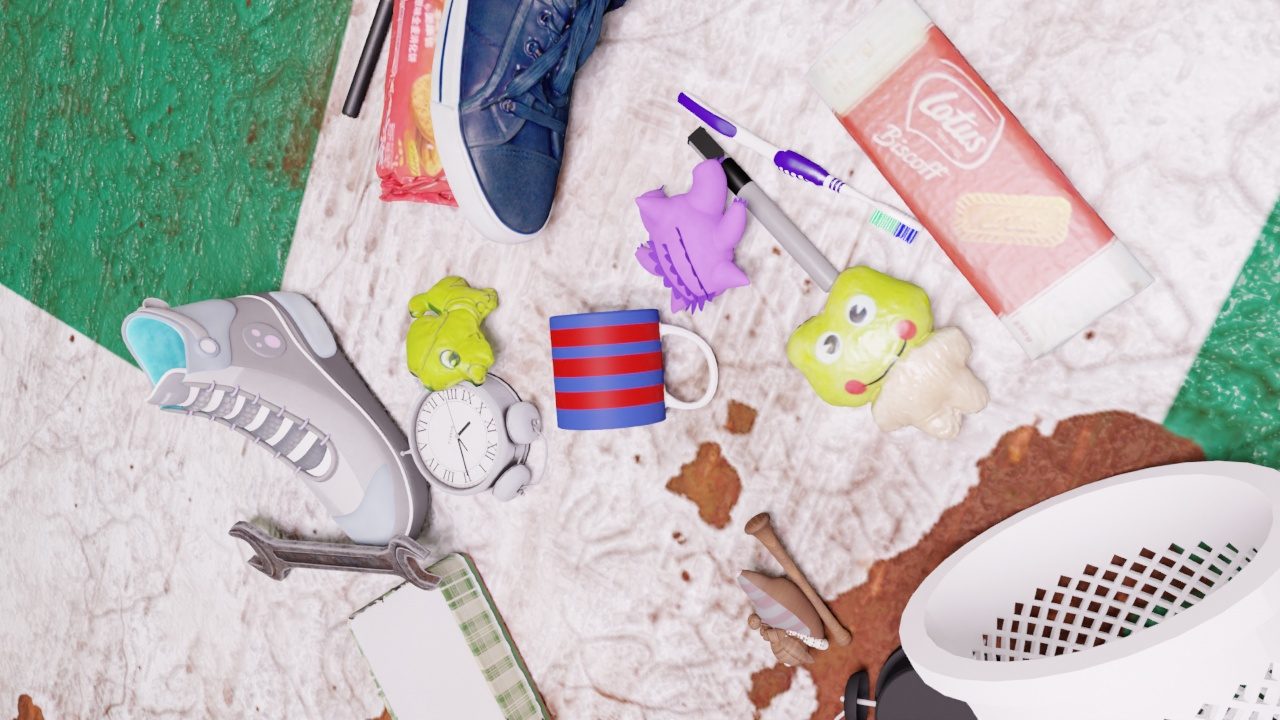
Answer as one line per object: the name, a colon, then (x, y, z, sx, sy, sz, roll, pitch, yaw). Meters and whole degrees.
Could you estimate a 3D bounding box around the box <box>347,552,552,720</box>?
box: (-0.142, 0.265, 0.720, 0.118, 0.049, 0.205, -36, 78, 27)

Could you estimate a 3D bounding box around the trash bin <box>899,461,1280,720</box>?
trash bin: (0.266, 0.185, 0.454, 0.196, 0.195, 0.199, -28, 92, 24)

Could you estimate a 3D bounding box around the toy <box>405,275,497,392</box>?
toy: (-0.141, -0.021, 0.685, 0.094, 0.036, 0.093, 23, 68, 24)

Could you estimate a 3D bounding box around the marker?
marker: (0.081, -0.099, 0.600, 0.016, 0.016, 0.140, -45, 76, 21)

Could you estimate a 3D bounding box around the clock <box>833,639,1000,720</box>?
clock: (0.177, 0.225, 0.567, 0.121, 0.042, 0.091, -35, 80, 24)

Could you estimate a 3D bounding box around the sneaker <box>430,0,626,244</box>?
sneaker: (-0.051, -0.222, 0.605, 0.127, 0.120, 0.294, 10, 96, 37)

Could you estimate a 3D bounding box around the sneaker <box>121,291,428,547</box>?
sneaker: (-0.283, 0.053, 0.707, 0.093, 0.160, 0.256, -43, 75, 22)

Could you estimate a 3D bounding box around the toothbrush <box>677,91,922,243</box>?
toothbrush: (0.097, -0.127, 0.590, 0.187, 0.015, 0.016, 34, 112, 19)

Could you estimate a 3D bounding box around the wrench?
wrench: (-0.251, 0.157, 0.735, 0.274, 0.010, 0.070, -7, 122, 39)

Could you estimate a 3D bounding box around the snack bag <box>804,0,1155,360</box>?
snack bag: (0.191, -0.110, 0.534, 0.078, 0.041, 0.225, -40, 79, 25)

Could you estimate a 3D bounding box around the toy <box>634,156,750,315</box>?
toy: (0.031, -0.077, 0.602, 0.106, 0.055, 0.088, -19, 97, 47)

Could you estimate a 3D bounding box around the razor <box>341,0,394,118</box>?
razor: (-0.209, -0.260, 0.721, 0.022, 0.042, 0.144, 16, 110, -12)

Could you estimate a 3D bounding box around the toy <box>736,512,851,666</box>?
toy: (0.092, 0.156, 0.603, 0.055, 0.041, 0.102, -37, 86, 0)

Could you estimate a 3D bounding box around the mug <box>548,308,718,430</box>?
mug: (-0.004, 0.004, 0.625, 0.112, 0.075, 0.076, -4, 93, -1)

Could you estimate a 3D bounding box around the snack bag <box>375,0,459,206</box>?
snack bag: (-0.146, -0.199, 0.668, 0.082, 0.082, 0.176, 13, 100, 24)

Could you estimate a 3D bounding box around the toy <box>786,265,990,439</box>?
toy: (0.153, 0.001, 0.559, 0.118, 0.043, 0.092, 41, 109, 15)

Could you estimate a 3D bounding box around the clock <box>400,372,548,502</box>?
clock: (-0.123, 0.060, 0.699, 0.123, 0.035, 0.094, 18, 102, 24)
